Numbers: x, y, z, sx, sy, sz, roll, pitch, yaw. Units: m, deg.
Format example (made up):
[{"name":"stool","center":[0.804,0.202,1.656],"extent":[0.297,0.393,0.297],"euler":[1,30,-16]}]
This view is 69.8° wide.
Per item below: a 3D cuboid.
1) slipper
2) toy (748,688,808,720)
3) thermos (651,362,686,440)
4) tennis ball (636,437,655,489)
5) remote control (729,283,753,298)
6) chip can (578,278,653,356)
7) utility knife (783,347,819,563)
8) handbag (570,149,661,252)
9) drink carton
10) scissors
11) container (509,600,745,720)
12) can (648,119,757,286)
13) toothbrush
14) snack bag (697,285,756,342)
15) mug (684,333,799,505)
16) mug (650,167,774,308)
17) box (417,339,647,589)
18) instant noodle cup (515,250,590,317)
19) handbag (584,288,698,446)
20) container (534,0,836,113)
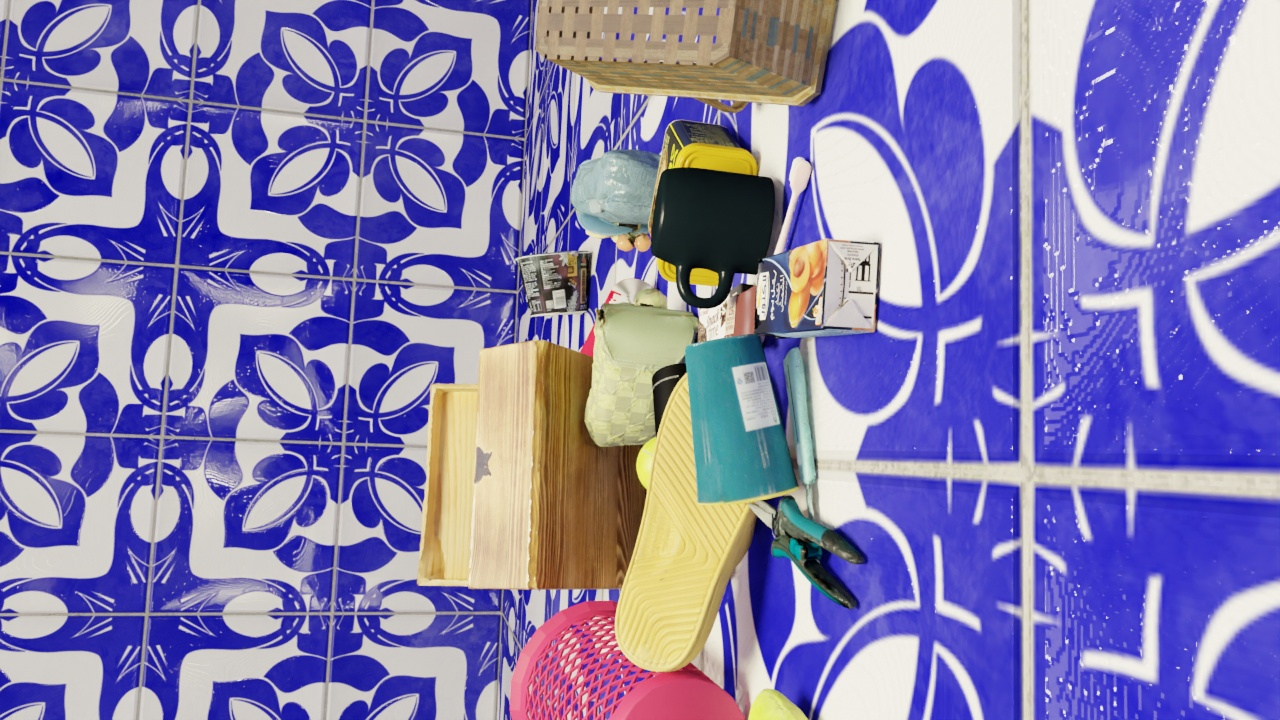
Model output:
[{"name":"slipper","center":[0.052,0.135,0.785],"extent":[0.078,0.099,0.263],"euler":[20,-92,-67]},{"name":"toy","center":[0.104,0.296,0.646],"extent":[0.115,0.046,0.092],"euler":[-120,34,-55]},{"name":"thermos","center":[0.048,0.118,0.883],"extent":[0.061,0.061,0.231],"euler":[117,153,-59]},{"name":"tennis ball","center":[0.028,0.110,0.958],"extent":[0.065,0.065,0.065],"euler":[-177,91,-77]},{"name":"remote control","center":[0.091,-0.001,0.830],"extent":[0.032,0.015,0.136],"euler":[146,126,-73]},{"name":"chip can","center":[-0.034,-0.035,1.246],"extent":[0.221,0.069,0.069],"euler":[125,146,-65]},{"name":"utility knife","center":[0.125,0.078,0.686],"extent":[0.022,0.015,0.179],"euler":[125,142,-67]},{"name":"handbag","center":[-0.014,-0.191,1.110],"extent":[0.192,0.121,0.118],"euler":[-152,67,-70]},{"name":"drink carton","center":[0.123,-0.048,0.661],"extent":[0.130,0.040,0.064],"euler":[180,94,-77]},{"name":"scissors","center":[0.114,0.135,0.662],"extent":[0.128,0.019,0.140],"euler":[123,143,-50]},{"name":"container","center":[-0.006,0.336,0.858],"extent":[0.226,0.183,0.183],"euler":[166,107,-68]},{"name":"can","center":[0.055,-0.157,0.899],"extent":[0.104,0.075,0.135],"euler":[-104,22,-59]},{"name":"toothbrush","center":[0.112,-0.081,0.766],"extent":[0.018,0.015,0.181],"euler":[-97,16,-60]},{"name":"snack bag","center":[0.076,-0.030,0.836],"extent":[0.158,0.013,0.057],"euler":[167,107,-76]},{"name":"mug","center":[0.072,0.044,0.700],"extent":[0.078,0.078,0.121],"euler":[164,97,-76]},{"name":"mug","center":[0.058,-0.104,0.793],"extent":[0.085,0.094,0.121],"euler":[122,154,-81]},{"name":"box","center":[-0.158,0.152,1.176],"extent":[0.316,0.281,0.279],"euler":[-11,73,34]},{"name":"instant noodle cup","center":[-0.154,-0.136,1.660],"extent":[0.137,0.137,0.112],"euler":[-174,79,-77]},{"name":"handbag","center":[-0.006,0.006,1.041],"extent":[0.116,0.113,0.187],"euler":[-94,12,-57]},{"name":"container","center":[0.052,-0.295,0.770],"extent":[0.250,0.186,0.158],"euler":[17,107,38]}]
